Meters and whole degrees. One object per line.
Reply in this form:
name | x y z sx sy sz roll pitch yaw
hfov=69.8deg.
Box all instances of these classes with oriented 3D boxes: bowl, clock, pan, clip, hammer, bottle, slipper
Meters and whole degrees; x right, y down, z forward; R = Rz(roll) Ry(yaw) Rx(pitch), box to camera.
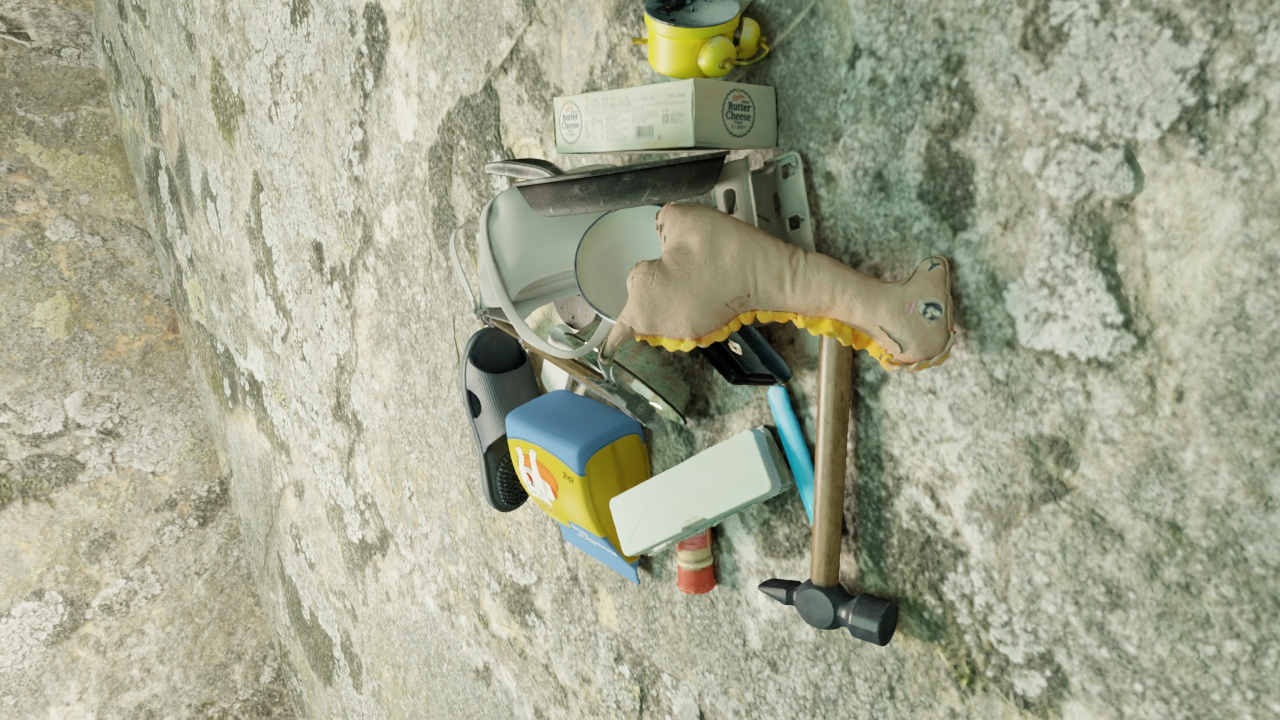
bowl | -0.005 0.006 0.953 0.157 0.157 0.038 29 80 43
clock | 0.055 -0.281 0.795 0.119 0.083 0.057 24 138 23
pan | -0.062 -0.169 0.852 0.357 0.186 0.055 11 113 57
clip | 0.082 -0.111 0.826 0.153 0.096 0.126 -12 80 41
clock | -0.063 -0.095 1.057 0.095 0.035 0.123 22 116 46
hammer | 0.167 0.084 0.811 0.129 0.040 0.322 10 104 39
bottle | 0.057 0.193 0.983 0.044 0.044 0.109 8 106 50
slipper | -0.163 0.083 1.191 0.083 0.101 0.264 16 118 40
hammer | -0.095 -0.002 1.042 0.317 0.147 0.028 29 80 45
bowl | 0.002 -0.079 0.844 0.118 0.118 0.062 61 178 20

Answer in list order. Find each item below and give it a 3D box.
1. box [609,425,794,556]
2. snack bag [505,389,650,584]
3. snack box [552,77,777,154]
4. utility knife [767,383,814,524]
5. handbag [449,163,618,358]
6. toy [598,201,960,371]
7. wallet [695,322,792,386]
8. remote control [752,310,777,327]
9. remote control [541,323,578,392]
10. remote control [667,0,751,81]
box | 0.054 0.133 0.922 0.200 0.066 0.083 -34 89 32
snack bag | -0.066 0.154 1.090 0.159 0.102 0.205 18 126 48
snack box | 0.018 -0.225 0.865 0.208 0.104 0.057 13 107 49
utility knife | 0.147 0.081 0.859 0.031 0.015 0.178 -22 85 49
handbag | -0.085 -0.087 0.938 0.096 0.216 0.222 65 -167 -54
toy | 0.111 -0.034 0.742 0.264 0.065 0.196 27 95 16
wallet | 0.087 -0.014 0.850 0.089 0.026 0.115 48 167 -12
remote control | 0.109 -0.057 0.871 0.136 0.011 0.050 -15 87 51
remote control | -0.098 0.003 1.117 0.043 0.013 0.137 45 148 17
remote control | 0.058 -0.318 0.850 0.144 0.024 0.049 -45 65 46
